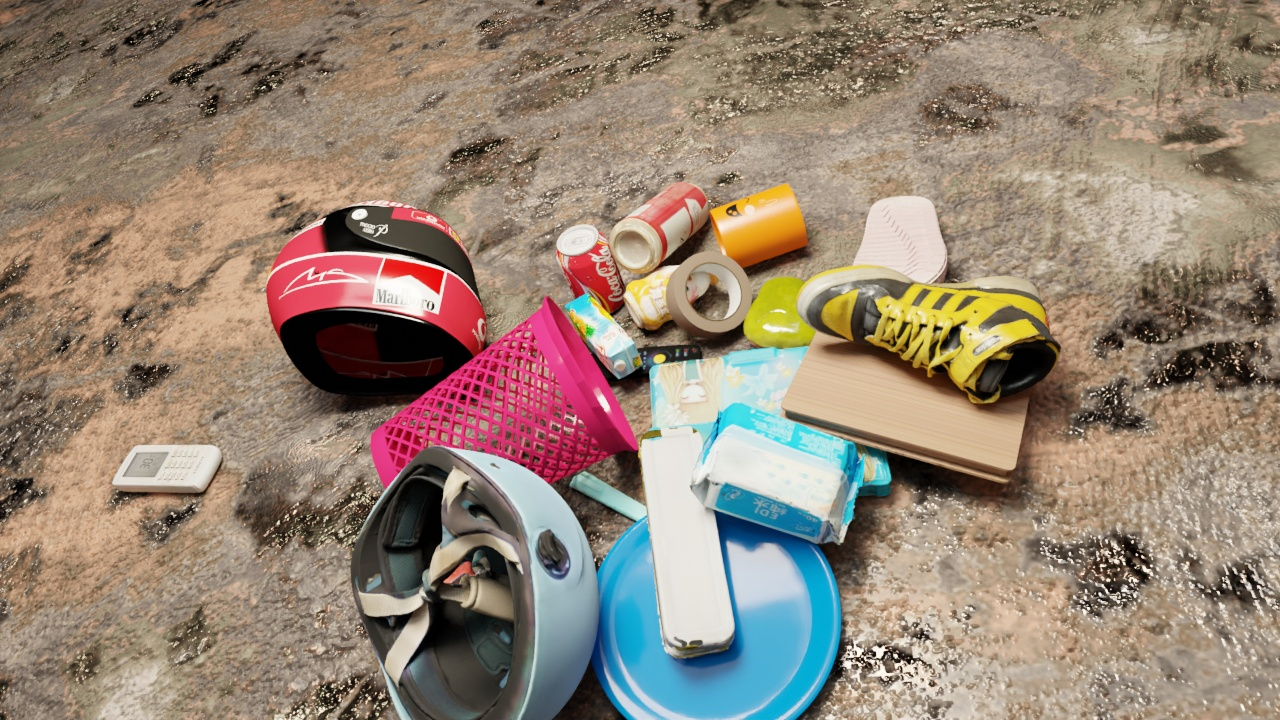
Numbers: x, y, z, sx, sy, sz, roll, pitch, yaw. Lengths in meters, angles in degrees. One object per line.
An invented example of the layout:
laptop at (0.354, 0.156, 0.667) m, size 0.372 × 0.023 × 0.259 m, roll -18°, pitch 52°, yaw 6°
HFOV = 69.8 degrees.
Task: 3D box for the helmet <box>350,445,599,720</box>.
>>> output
helmet at (-0.127, 0.204, 0.797) m, size 0.226 × 0.166 × 0.265 m, roll -45°, pitch 52°, yaw 29°

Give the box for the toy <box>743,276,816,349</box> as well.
toy at (0.161, -0.052, 1.010) m, size 0.090 × 0.051 × 0.109 m, roll 1°, pitch 48°, yaw 17°

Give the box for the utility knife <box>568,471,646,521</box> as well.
utility knife at (-0.023, 0.143, 0.932) m, size 0.120 × 0.015 × 0.022 m, roll 24°, pitch 71°, yaw 33°

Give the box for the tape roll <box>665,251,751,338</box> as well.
tape roll at (0.077, -0.074, 1.035) m, size 0.093 × 0.030 × 0.093 m, roll 4°, pitch 77°, yaw -17°

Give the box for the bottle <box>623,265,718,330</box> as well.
bottle at (0.037, -0.082, 1.074) m, size 0.108 × 0.063 × 0.063 m, roll -28°, pitch 47°, yaw -7°

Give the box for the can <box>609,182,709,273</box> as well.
can at (0.026, -0.164, 1.110) m, size 0.067 × 0.067 × 0.169 m, roll 7°, pitch 30°, yaw 25°

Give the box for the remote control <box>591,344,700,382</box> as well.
remote control at (-0.006, 0.006, 1.042) m, size 0.152 × 0.020 × 0.041 m, roll -7°, pitch 47°, yaw 13°

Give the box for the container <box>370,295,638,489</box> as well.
container at (-0.145, 0.070, 0.944) m, size 0.226 × 0.183 × 0.183 m, roll -30°, pitch 47°, yaw 3°

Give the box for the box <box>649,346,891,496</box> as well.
box at (0.120, 0.062, 0.917) m, size 0.227 × 0.039 × 0.181 m, roll -8°, pitch 55°, yaw 8°

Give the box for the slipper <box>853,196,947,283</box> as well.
slipper at (0.287, -0.109, 1.008) m, size 0.094 × 0.064 × 0.238 m, roll 0°, pitch 33°, yaw 18°

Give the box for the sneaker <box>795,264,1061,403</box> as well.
sneaker at (0.270, -0.023, 0.854) m, size 0.238 × 0.086 × 0.121 m, roll 1°, pitch 37°, yaw -1°

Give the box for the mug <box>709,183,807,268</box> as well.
mug at (0.139, -0.162, 1.107) m, size 0.096 × 0.078 × 0.112 m, roll -19°, pitch 16°, yaw 3°

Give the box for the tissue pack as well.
tissue pack at (0.123, 0.102, 0.813) m, size 0.144 × 0.062 × 0.092 m, roll 18°, pitch 52°, yaw 9°

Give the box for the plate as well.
plate at (0.063, 0.226, 0.810) m, size 0.224 × 0.024 × 0.223 m, roll -8°, pitch 58°, yaw 12°

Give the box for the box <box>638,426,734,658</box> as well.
box at (0.039, 0.159, 0.825) m, size 0.066 × 0.045 × 0.209 m, roll -7°, pitch 57°, yaw -2°

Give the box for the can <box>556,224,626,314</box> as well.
can at (-0.059, -0.107, 1.100) m, size 0.064 × 0.105 × 0.064 m, roll -10°, pitch 48°, yaw 11°

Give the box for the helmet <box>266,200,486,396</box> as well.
helmet at (-0.309, -0.085, 1.110) m, size 0.271 × 0.198 × 0.224 m, roll -1°, pitch 50°, yaw 8°

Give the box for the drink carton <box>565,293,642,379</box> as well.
drink carton at (-0.042, -0.029, 1.043) m, size 0.038 × 0.044 × 0.129 m, roll -31°, pitch 42°, yaw -11°

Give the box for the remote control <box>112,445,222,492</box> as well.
remote control at (-0.583, 0.134, 1.133) m, size 0.139 × 0.025 × 0.060 m, roll -2°, pitch 50°, yaw 18°

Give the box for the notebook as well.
notebook at (0.260, 0.025, 0.885) m, size 0.211 × 0.022 × 0.168 m, roll 15°, pitch 43°, yaw 20°
